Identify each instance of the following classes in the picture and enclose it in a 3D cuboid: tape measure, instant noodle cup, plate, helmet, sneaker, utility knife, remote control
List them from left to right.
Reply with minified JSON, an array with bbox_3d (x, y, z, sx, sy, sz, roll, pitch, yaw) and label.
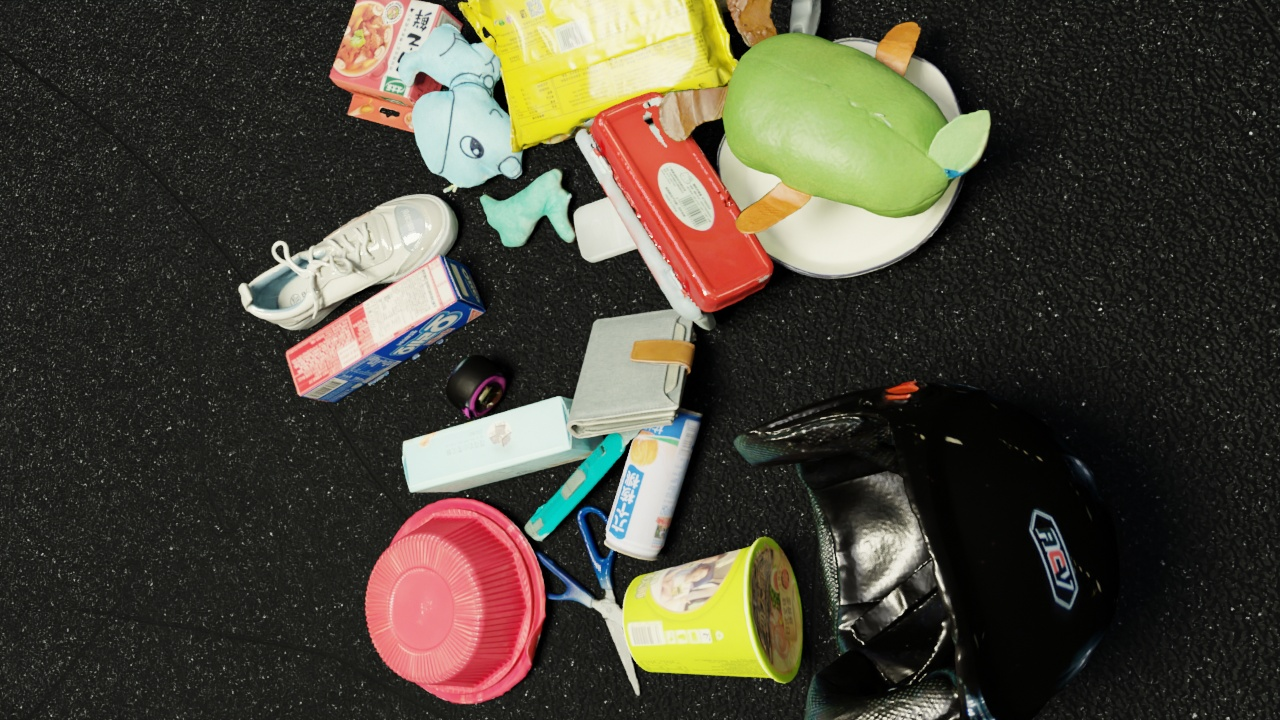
[{"bbox_3d":[-0.305,-0.107,0.939,0.243,0.090,0.089,-26,75,16],"label":"sneaker"},{"bbox_3d":[-0.185,0.226,0.853,0.194,0.065,0.193,-3,84,24],"label":"instant noodle cup"},{"bbox_3d":[-0.155,0.026,0.879,0.039,0.058,0.057,33,93,22],"label":"tape measure"},{"bbox_3d":[-0.051,0.104,0.825,0.187,0.013,0.029,-49,54,25],"label":"utility knife"},{"bbox_3d":[0.003,-0.135,0.857,0.136,0.020,0.056,-17,78,18],"label":"remote control"},{"bbox_3d":[0.055,0.208,0.750,0.124,0.111,0.111,-15,77,28],"label":"instant noodle cup"},{"bbox_3d":[0.171,-0.167,0.782,0.205,0.045,0.204,-3,83,21],"label":"plate"},{"bbox_3d":[0.198,0.126,0.616,0.230,0.275,0.233,-15,88,-8],"label":"helmet"}]

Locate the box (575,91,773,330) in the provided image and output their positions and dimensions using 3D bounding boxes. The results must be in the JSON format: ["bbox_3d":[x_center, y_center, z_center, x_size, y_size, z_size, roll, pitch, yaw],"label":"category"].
[{"bbox_3d":[0.020,-0.121,0.798,0.095,0.099,0.201,-27,78,-19],"label":"box"}]

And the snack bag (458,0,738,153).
[{"bbox_3d":[-0.037,-0.292,0.828,0.247,0.068,0.158,-10,110,25],"label":"snack bag"}]

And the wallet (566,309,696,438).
[{"bbox_3d":[-0.005,0.005,0.798,0.107,0.037,0.129,-10,41,21],"label":"wallet"}]

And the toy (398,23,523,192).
[{"bbox_3d":[-0.179,-0.246,0.919,0.161,0.049,0.156,25,94,5],"label":"toy"}]

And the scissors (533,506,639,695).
[{"bbox_3d":[-0.034,0.210,0.830,0.162,0.012,0.163,11,88,22],"label":"scissors"}]

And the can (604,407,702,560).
[{"bbox_3d":[0.011,0.103,0.804,0.053,0.053,0.134,17,89,23],"label":"can"}]

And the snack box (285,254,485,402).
[{"bbox_3d":[-0.257,-0.029,0.927,0.208,0.057,0.058,-29,71,16],"label":"snack box"}]

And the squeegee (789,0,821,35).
[{"bbox_3d":[0.153,-0.381,0.818,0.248,0.040,0.249,0,77,30],"label":"squeegee"}]

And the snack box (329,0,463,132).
[{"bbox_3d":[-0.264,-0.318,0.975,0.113,0.044,0.127,19,90,23],"label":"snack box"}]

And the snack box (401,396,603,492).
[{"bbox_3d":[-0.127,0.080,0.850,0.175,0.074,0.051,-17,76,19],"label":"snack box"}]

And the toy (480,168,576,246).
[{"bbox_3d":[-0.104,-0.145,0.897,0.092,0.030,0.096,-35,78,16],"label":"toy"}]

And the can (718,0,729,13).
[{"bbox_3d":[0.036,-0.344,0.852,0.116,0.058,0.058,-5,81,21],"label":"can"}]

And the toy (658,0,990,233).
[{"bbox_3d":[0.143,-0.191,0.725,0.247,0.090,0.227,36,86,18],"label":"toy"}]
